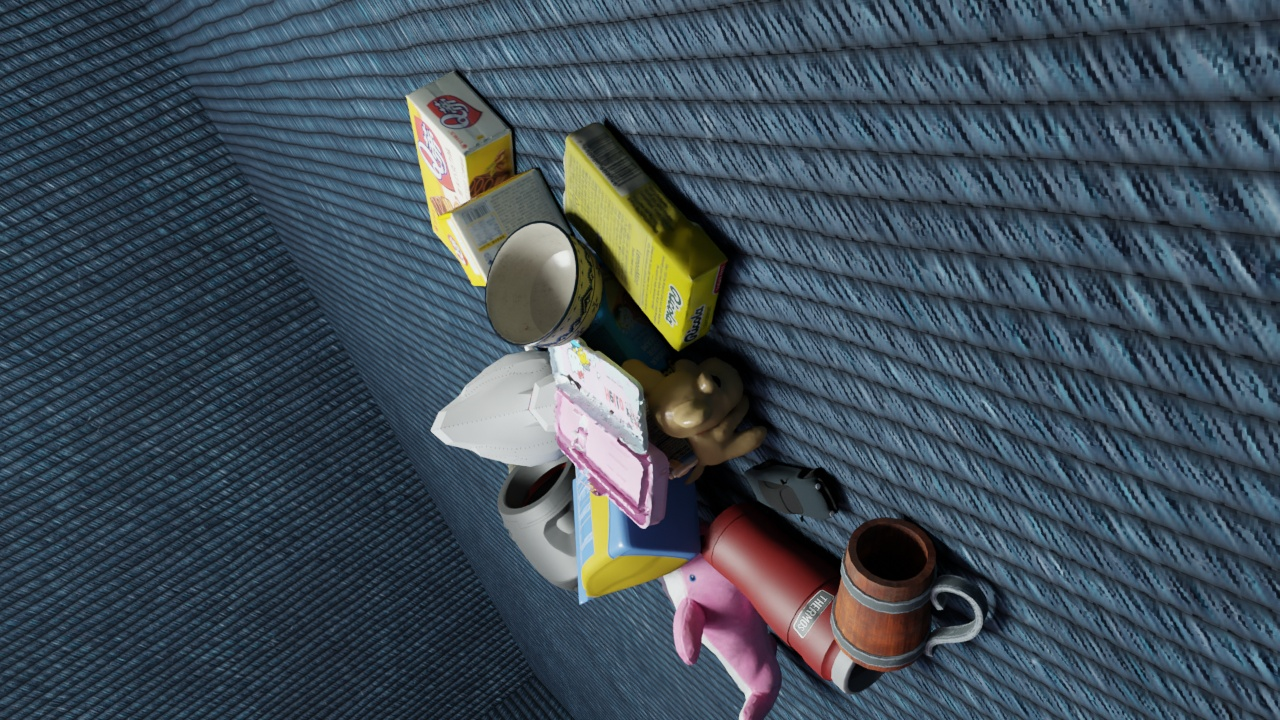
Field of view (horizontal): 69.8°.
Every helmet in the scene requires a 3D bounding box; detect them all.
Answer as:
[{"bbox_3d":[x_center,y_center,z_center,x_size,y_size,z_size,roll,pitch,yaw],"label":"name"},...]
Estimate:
[{"bbox_3d":[-0.086,0.224,1.264,0.170,0.164,0.265,50,175,-18],"label":"helmet"}]

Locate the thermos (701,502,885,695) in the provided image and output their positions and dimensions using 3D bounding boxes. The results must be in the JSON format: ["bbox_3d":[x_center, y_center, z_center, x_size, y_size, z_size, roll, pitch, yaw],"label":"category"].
[{"bbox_3d":[0.157,0.227,0.889,0.198,0.084,0.108,38,-177,42],"label":"thermos"}]

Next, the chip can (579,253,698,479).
[{"bbox_3d":[-0.005,0.005,0.911,0.229,0.079,0.080,55,158,4],"label":"chip can"}]

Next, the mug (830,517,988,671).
[{"bbox_3d":[0.213,0.193,0.732,0.117,0.081,0.111,21,139,27],"label":"mug"}]

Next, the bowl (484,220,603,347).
[{"bbox_3d":[-0.082,-0.065,0.845,0.115,0.116,0.059,39,-165,36],"label":"bowl"}]

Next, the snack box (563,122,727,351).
[{"bbox_3d":[-0.001,-0.108,0.784,0.181,0.045,0.121,51,161,20],"label":"snack box"}]

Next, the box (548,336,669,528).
[{"bbox_3d":[-0.035,0.054,0.871,0.201,0.044,0.155,34,130,55],"label":"box"}]

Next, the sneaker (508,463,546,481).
[{"bbox_3d":[-0.113,0.238,1.462,0.241,0.088,0.102,47,165,10],"label":"sneaker"}]

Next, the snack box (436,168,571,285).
[{"bbox_3d":[-0.140,-0.137,0.947,0.083,0.105,0.061,63,159,-16],"label":"snack box"}]

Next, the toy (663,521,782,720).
[{"bbox_3d":[0.111,0.278,1.033,0.128,0.186,0.265,-21,105,26],"label":"toy"}]

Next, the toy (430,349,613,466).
[{"bbox_3d":[-0.127,0.056,1.103,0.267,0.246,0.141,157,101,-86],"label":"toy"}]

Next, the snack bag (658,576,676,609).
[{"bbox_3d":[0.050,0.255,1.167,0.096,0.058,0.205,10,131,62],"label":"snack bag"}]

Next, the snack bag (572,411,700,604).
[{"bbox_3d":[-0.028,0.167,1.006,0.206,0.102,0.158,-45,43,50],"label":"snack bag"}]

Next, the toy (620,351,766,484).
[{"bbox_3d":[0.055,0.046,0.817,0.108,0.105,0.134,52,170,-34],"label":"toy"}]

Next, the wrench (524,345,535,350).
[{"bbox_3d":[-0.151,-0.041,1.150,0.066,0.018,0.273,58,172,15],"label":"wrench"}]

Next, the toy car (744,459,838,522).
[{"bbox_3d":[0.134,0.119,0.833,0.046,0.034,0.112,61,157,-14],"label":"toy car"}]

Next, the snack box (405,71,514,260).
[{"bbox_3d":[-0.194,-0.198,1.033,0.110,0.061,0.231,48,157,20],"label":"snack box"}]

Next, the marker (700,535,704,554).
[{"bbox_3d":[0.119,0.228,0.980,0.138,0.022,0.016,33,-177,-1],"label":"marker"}]
